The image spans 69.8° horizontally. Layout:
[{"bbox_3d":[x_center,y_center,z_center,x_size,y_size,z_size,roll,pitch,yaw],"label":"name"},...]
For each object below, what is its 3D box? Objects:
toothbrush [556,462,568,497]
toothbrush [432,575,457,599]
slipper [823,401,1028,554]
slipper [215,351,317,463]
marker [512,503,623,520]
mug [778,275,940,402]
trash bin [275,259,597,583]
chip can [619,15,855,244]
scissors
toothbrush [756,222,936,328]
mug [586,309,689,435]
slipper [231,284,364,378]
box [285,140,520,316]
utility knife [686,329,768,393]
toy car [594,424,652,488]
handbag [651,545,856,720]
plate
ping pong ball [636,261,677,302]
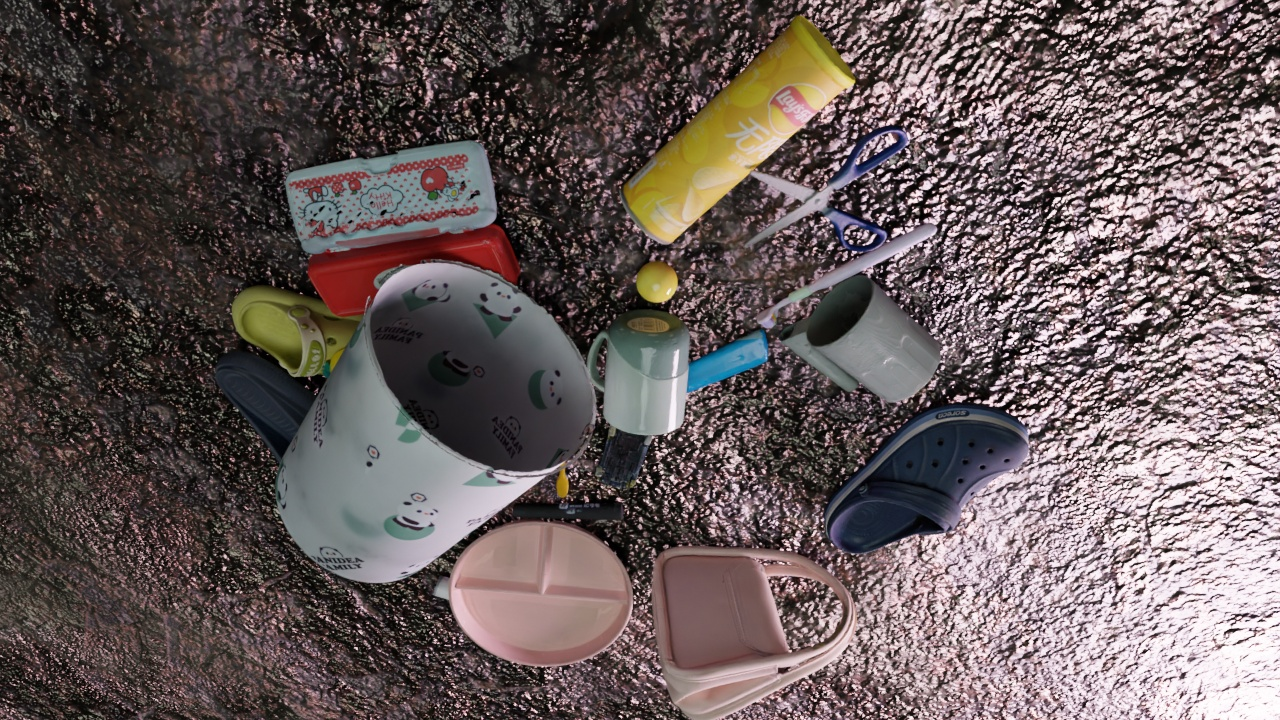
[{"bbox_3d":[-0.087,0.078,1.025,0.016,0.018,0.192,3,123,-1],"label":"toothbrush"},{"bbox_3d":[-0.161,0.325,1.198,0.221,0.026,0.026,19,164,-8],"label":"toothbrush"},{"bbox_3d":[0.298,0.140,0.989,0.105,0.095,0.254,34,125,-21],"label":"slipper"},{"bbox_3d":[-0.361,0.100,1.001,0.111,0.083,0.268,-15,130,42],"label":"slipper"},{"bbox_3d":[-0.086,0.180,1.094,0.132,0.020,0.022,-1,142,6],"label":"marker"},{"bbox_3d":[0.214,-0.014,0.902,0.103,0.083,0.124,36,147,-20],"label":"mug"},{"bbox_3d":[-0.205,0.072,0.863,0.229,0.229,0.253,33,126,-18],"label":"trash bin"},{"bbox_3d":[0.077,-0.191,0.783,0.072,0.071,0.214,40,119,-21],"label":"chip can"},{"bbox_3d":[0.169,-0.145,0.814,0.175,0.012,0.163,26,115,-36],"label":"scissors"},{"bbox_3d":[0.193,-0.080,0.872,0.190,0.029,0.021,-29,86,29],"label":"toothbrush"},{"bbox_3d":[-0.005,0.005,0.925,0.112,0.082,0.106,18,120,29],"label":"mug"},{"bbox_3d":[-0.334,-0.012,0.944,0.190,0.081,0.092,20,127,-6],"label":"slipper"},{"bbox_3d":[-0.227,-0.120,0.875,0.201,0.060,0.161,-8,121,9],"label":"box"},{"bbox_3d":[0.050,0.019,0.968,0.192,0.018,0.034,-24,104,22],"label":"utility knife"},{"bbox_3d":[-0.018,0.100,1.023,0.049,0.031,0.106,14,127,-6],"label":"toy car"},{"bbox_3d":[0.133,0.299,1.067,0.234,0.193,0.093,-11,126,1],"label":"handbag"},{"bbox_3d":[-0.124,0.290,1.150,0.229,0.028,0.230,0,116,0],"label":"plate"},{"bbox_3d":[0.016,-0.076,0.889,0.040,0.040,0.040,2,125,3],"label":"ping pong ball"}]
